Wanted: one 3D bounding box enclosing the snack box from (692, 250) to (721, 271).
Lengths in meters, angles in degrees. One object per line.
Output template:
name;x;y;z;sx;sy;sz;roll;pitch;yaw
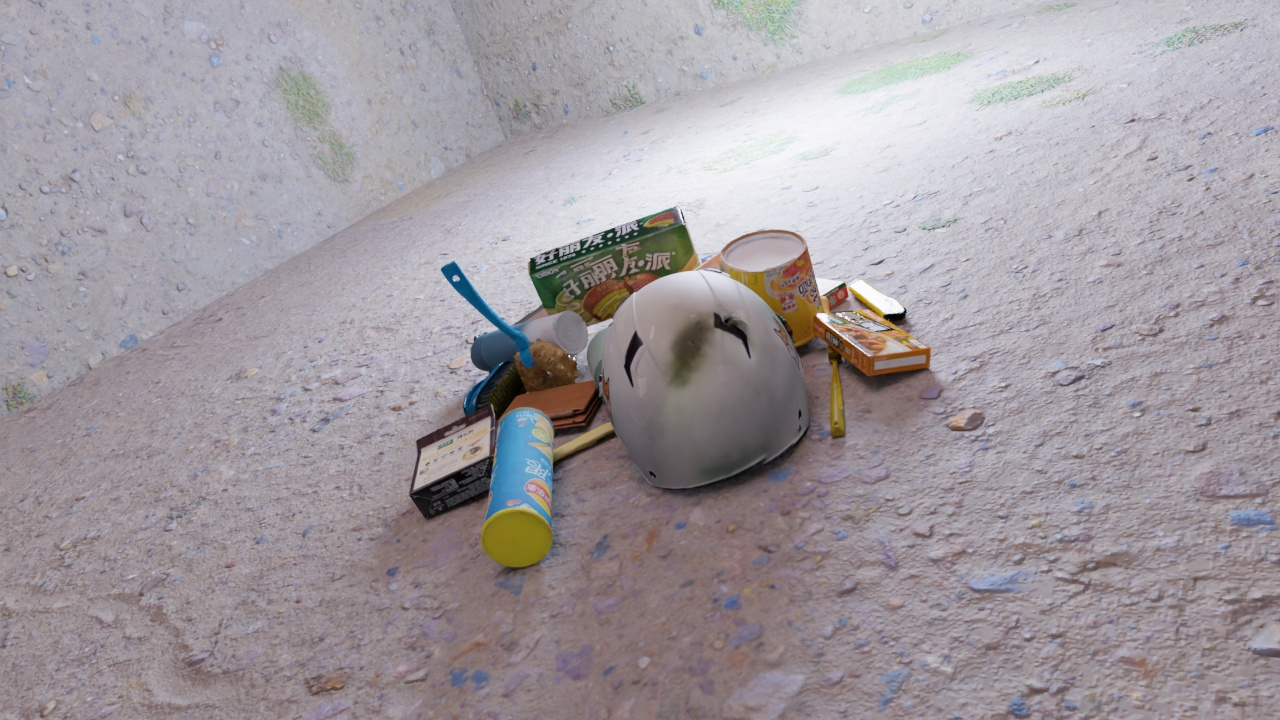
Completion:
snack box;0.068;-0.103;1.246;0.084;0.026;0.158;-37;2;-32

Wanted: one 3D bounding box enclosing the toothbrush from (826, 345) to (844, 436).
toothbrush;0.216;0.029;1.020;0.016;0.016;0.189;-13;24;17

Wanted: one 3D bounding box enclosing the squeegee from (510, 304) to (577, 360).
squeegee;-0.115;-0.040;1.431;0.248;0.040;0.249;-33;27;11

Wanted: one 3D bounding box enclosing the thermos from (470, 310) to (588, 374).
thermos;-0.171;-0.023;1.364;0.221;0.070;0.070;-12;23;45

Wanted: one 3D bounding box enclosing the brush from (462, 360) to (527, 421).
brush;-0.208;0.047;1.293;0.074;0.055;0.143;-11;25;22

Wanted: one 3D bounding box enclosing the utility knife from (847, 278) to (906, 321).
utility knife;0.304;-0.080;1.189;0.033;0.015;0.170;-16;22;-2

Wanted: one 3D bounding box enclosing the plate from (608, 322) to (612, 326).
plate;0.040;-0.046;1.309;0.192;0.039;0.192;-18;23;8

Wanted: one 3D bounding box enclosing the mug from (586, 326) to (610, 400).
mug;-0.007;0.007;1.168;0.112;0.082;0.106;-23;28;-1

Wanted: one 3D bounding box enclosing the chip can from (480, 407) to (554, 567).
chip can;-0.130;0.131;1.002;0.071;0.071;0.210;-19;27;5

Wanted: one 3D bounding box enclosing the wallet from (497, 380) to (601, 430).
wallet;-0.118;0.065;1.210;0.132;0.031;0.107;-13;21;19

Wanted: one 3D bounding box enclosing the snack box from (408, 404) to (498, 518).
snack box;-0.222;0.123;1.131;0.113;0.053;0.125;-25;22;3

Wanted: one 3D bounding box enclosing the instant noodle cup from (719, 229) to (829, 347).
instant noodle cup;0.160;-0.093;1.151;0.138;0.110;0.137;-10;33;6

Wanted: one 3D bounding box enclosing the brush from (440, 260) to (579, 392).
brush;-0.175;-0.038;1.223;0.083;0.254;0.045;-23;37;26

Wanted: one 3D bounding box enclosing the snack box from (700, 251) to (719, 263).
snack box;0.147;-0.126;1.340;0.058;0.057;0.207;-25;14;-7

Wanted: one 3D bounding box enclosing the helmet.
helmet;0.055;-0.005;0.985;0.230;0.157;0.273;-17;46;5

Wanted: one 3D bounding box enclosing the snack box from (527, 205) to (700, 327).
snack box;-0.034;-0.130;1.348;0.240;0.114;0.063;-18;36;6

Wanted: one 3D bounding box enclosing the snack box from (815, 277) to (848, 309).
snack box;0.197;-0.066;1.235;0.155;0.027;0.077;-31;24;-22

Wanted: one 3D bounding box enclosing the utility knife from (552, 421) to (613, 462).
utility knife;-0.069;0.096;1.111;0.212;0.022;0.031;-31;25;-5

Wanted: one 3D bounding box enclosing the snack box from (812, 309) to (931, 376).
snack box;0.263;-0.023;1.059;0.075;0.026;0.153;-7;21;-11
